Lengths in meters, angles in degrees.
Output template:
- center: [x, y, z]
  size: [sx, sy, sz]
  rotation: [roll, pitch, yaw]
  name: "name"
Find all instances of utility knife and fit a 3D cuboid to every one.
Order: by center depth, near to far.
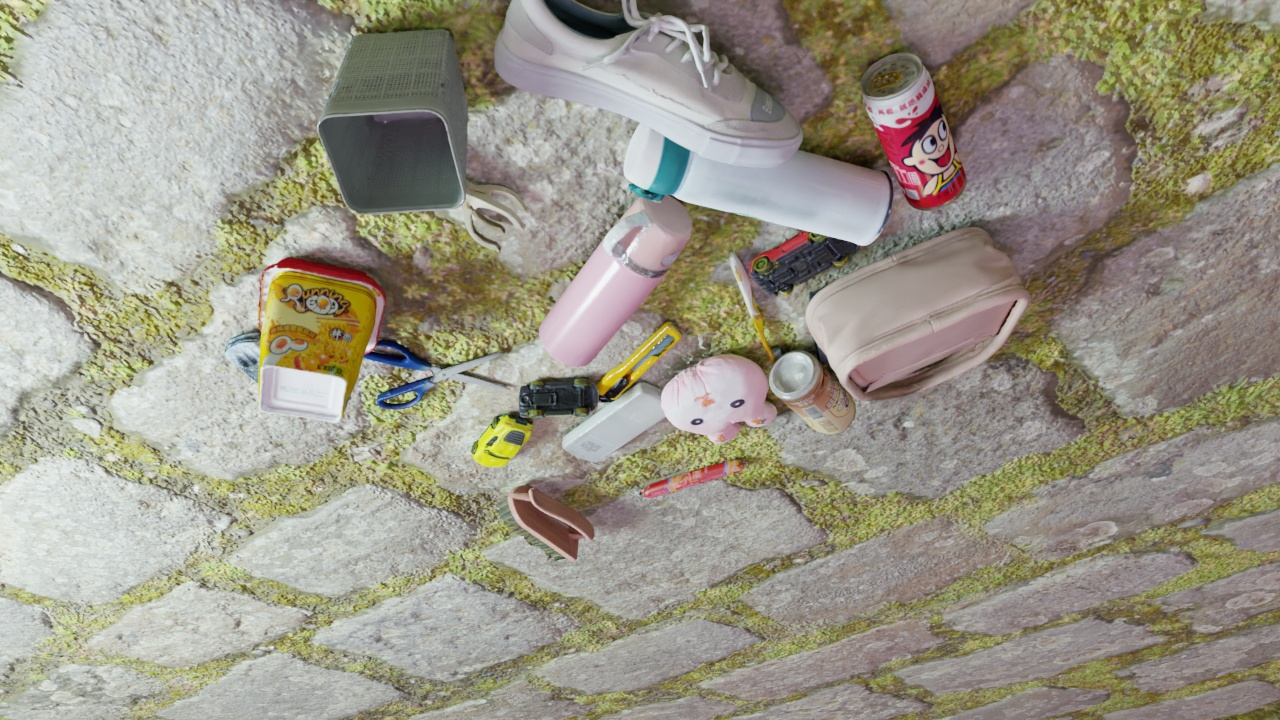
- center: [-0.006, 0.006, 1.005]
  size: [0.033, 0.015, 0.154]
  rotation: [19, 136, -29]
  name: "utility knife"

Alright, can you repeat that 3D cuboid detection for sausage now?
- center: [0.068, 0.153, 1.191]
  size: [0.156, 0.020, 0.020]
  rotation: [-20, 138, 19]
  name: "sausage"

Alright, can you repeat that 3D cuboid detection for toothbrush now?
- center: [0.122, -0.049, 0.947]
  size: [0.018, 0.016, 0.191]
  rotation: [-23, 139, 7]
  name: "toothbrush"

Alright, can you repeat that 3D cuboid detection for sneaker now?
- center: [0.018, -0.221, 0.677]
  size: [0.242, 0.089, 0.091]
  rotation: [16, 133, -13]
  name: "sneaker"

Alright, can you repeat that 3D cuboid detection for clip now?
- center: [-0.136, -0.146, 0.798]
  size: [0.084, 0.034, 0.104]
  rotation: [-17, 131, 22]
  name: "clip"

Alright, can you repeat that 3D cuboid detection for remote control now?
- center: [-0.027, 0.074, 1.084]
  size: [0.058, 0.021, 0.150]
  rotation: [29, 131, -33]
  name: "remote control"

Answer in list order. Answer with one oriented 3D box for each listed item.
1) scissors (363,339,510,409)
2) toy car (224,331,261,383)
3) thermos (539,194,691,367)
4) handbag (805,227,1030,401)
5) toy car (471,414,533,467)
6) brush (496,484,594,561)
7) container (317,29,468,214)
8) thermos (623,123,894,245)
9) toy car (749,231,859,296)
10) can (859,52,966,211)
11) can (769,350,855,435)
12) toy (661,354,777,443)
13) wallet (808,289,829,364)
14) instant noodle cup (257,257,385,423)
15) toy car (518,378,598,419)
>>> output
- center: [-0.232, 0.015, 1.006]
  size: [0.175, 0.012, 0.163]
  rotation: [29, 130, -35]
  name: "scissors"
- center: [-0.392, 0.009, 0.973]
  size: [0.049, 0.031, 0.105]
  rotation: [-17, 140, 18]
  name: "toy car"
- center: [-0.031, -0.072, 0.858]
  size: [0.087, 0.067, 0.199]
  rotation: [-18, 159, -43]
  name: "thermos"
- center: [0.284, -0.019, 0.936]
  size: [0.193, 0.093, 0.234]
  rotation: [-24, 149, 9]
  name: "handbag"
- center: [-0.167, 0.102, 1.102]
  size: [0.048, 0.032, 0.105]
  rotation: [19, 138, -26]
  name: "toy car"
- center: [-0.125, 0.209, 1.215]
  size: [0.073, 0.063, 0.145]
  rotation: [-20, 137, 25]
  name: "brush"
- center: [-0.177, -0.182, 0.683]
  size: [0.090, 0.114, 0.090]
  rotation: [-3, 141, 0]
  name: "container"
- center: [0.098, -0.151, 0.777]
  size: [0.224, 0.073, 0.073]
  rotation: [11, 139, -16]
  name: "thermos"
- center: [0.156, -0.100, 0.872]
  size: [0.107, 0.031, 0.049]
  rotation: [-28, 136, 29]
  name: "toy car"
- center: [0.225, -0.185, 0.753]
  size: [0.053, 0.053, 0.133]
  rotation: [-21, 138, 21]
  name: "can"
- center: [0.192, 0.037, 1.015]
  size: [0.059, 0.058, 0.116]
  rotation: [-24, 143, 24]
  name: "can"
- center: [0.095, 0.048, 1.039]
  size: [0.121, 0.054, 0.159]
  rotation: [-27, 143, 19]
  name: "toy"
- center: [0.230, -0.041, 0.963]
  size: [0.097, 0.019, 0.121]
  rotation: [-11, 142, 9]
  name: "wallet"
- center: [-0.311, -0.015, 0.874]
  size: [0.116, 0.123, 0.116]
  rotation: [11, 140, -16]
  name: "instant noodle cup"
- center: [-0.090, 0.044, 1.028]
  size: [0.090, 0.042, 0.035]
  rotation: [-3, 165, 8]
  name: "toy car"
